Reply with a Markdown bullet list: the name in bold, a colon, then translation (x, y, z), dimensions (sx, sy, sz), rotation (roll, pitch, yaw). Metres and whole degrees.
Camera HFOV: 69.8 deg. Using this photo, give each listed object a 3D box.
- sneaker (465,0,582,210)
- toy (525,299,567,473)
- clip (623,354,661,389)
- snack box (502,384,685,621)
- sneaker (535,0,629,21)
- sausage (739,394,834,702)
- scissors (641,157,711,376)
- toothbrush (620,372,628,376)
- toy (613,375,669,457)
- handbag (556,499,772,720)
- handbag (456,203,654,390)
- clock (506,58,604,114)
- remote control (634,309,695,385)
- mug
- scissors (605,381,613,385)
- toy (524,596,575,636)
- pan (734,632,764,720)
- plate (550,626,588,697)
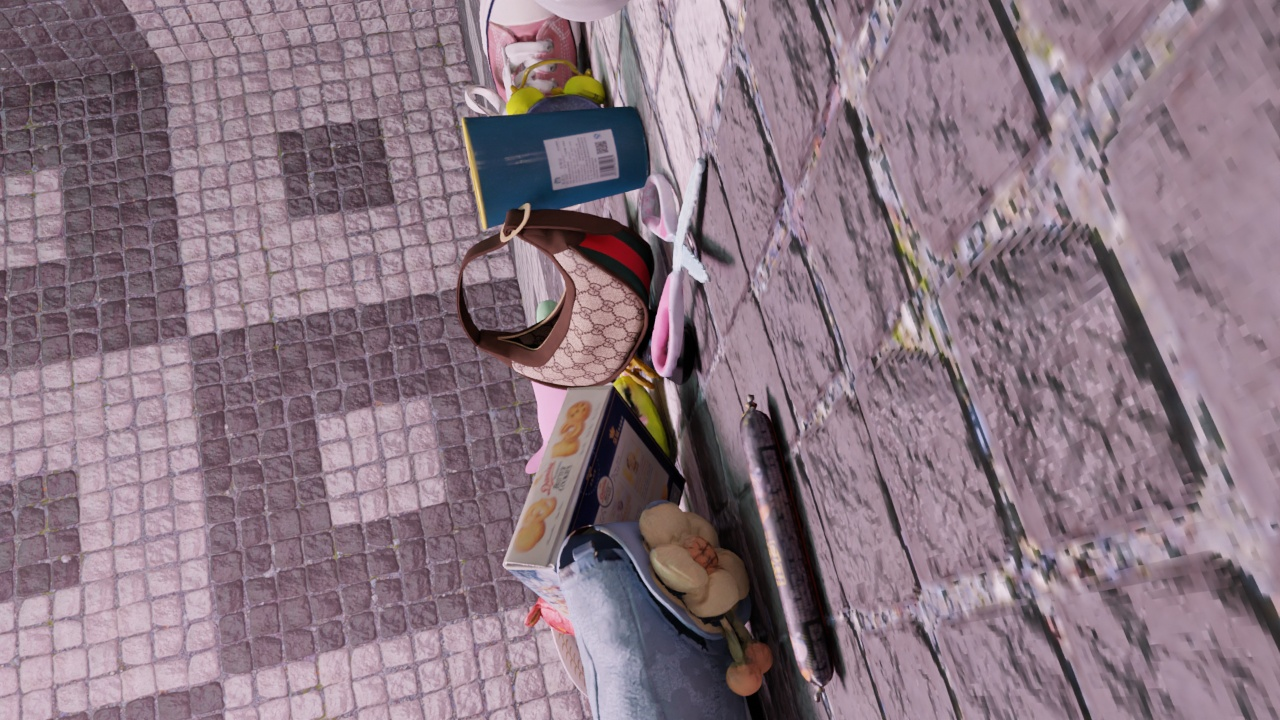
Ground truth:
- **sneaker**: translation (-0.091, -0.229, 0.813), dimensions (0.087, 0.118, 0.241), rotation (-81, -15, -47)
- **toy**: translation (-0.081, 0.030, 1.072), dimensions (0.223, 0.120, 0.171), rotation (114, 146, -62)
- **clip**: translation (-0.004, 0.002, 0.766), dimensions (0.054, 0.048, 0.045), rotation (16, -105, -58)
- **snack box**: translation (-0.025, 0.115, 0.670), dimensions (0.145, 0.043, 0.144), rotation (55, -137, -44)
- **sneaker**: translation (-0.052, -0.287, 0.562), dimensions (0.079, 0.087, 0.235), rotation (85, 174, -65)
- **sausage**: translation (0.073, 0.092, 0.460), dimensions (0.020, 0.020, 0.155), rotation (122, 136, -77)
- **scissors**: translation (0.018, -0.072, 0.573), dimensions (0.171, 0.014, 0.168), rotation (99, 165, -52)
- **toothbrush**: translation (-0.016, 0.012, 0.866), dimensions (0.021, 0.016, 0.136), rotation (-132, 37, -62)
- **toy**: translation (-0.004, 0.060, 0.811), dimensions (0.118, 0.043, 0.092), rotation (122, 126, -82)
- **handbag**: translation (0.024, 0.185, 0.572), dimensions (0.121, 0.119, 0.191), rotation (19, -128, -59)
- **handbag**: translation (-0.064, -0.046, 0.671), dimensions (0.167, 0.138, 0.063), rotation (120, 158, -52)
- **clock**: translation (-0.063, -0.186, 0.749), dimensions (0.057, 0.083, 0.119), rotation (-114, 11, -80)
- **remote control**: translation (0.014, -0.015, 0.679), dimensions (0.152, 0.020, 0.041), rotation (-140, 52, -74)
- **mug**: translation (-0.059, -0.142, 0.651), dimensions (0.078, 0.121, 0.078), rotation (168, 91, -82)
- **scissors**: translation (-0.050, 0.019, 0.950), dimensions (0.175, 0.014, 0.141), rotation (2, 83, 50)
- **toy**: translation (-0.043, 0.170, 0.764), dimensions (0.088, 0.094, 0.132), rotation (35, -123, -40)
- **pan**: translation (0.045, 0.284, 0.792), dimensions (0.356, 0.044, 0.204), rotation (138, 120, -80)
- **plate**: translation (-0.041, 0.216, 0.925), dimensions (0.242, 0.016, 0.242), rotation (-9, -90, -67)
